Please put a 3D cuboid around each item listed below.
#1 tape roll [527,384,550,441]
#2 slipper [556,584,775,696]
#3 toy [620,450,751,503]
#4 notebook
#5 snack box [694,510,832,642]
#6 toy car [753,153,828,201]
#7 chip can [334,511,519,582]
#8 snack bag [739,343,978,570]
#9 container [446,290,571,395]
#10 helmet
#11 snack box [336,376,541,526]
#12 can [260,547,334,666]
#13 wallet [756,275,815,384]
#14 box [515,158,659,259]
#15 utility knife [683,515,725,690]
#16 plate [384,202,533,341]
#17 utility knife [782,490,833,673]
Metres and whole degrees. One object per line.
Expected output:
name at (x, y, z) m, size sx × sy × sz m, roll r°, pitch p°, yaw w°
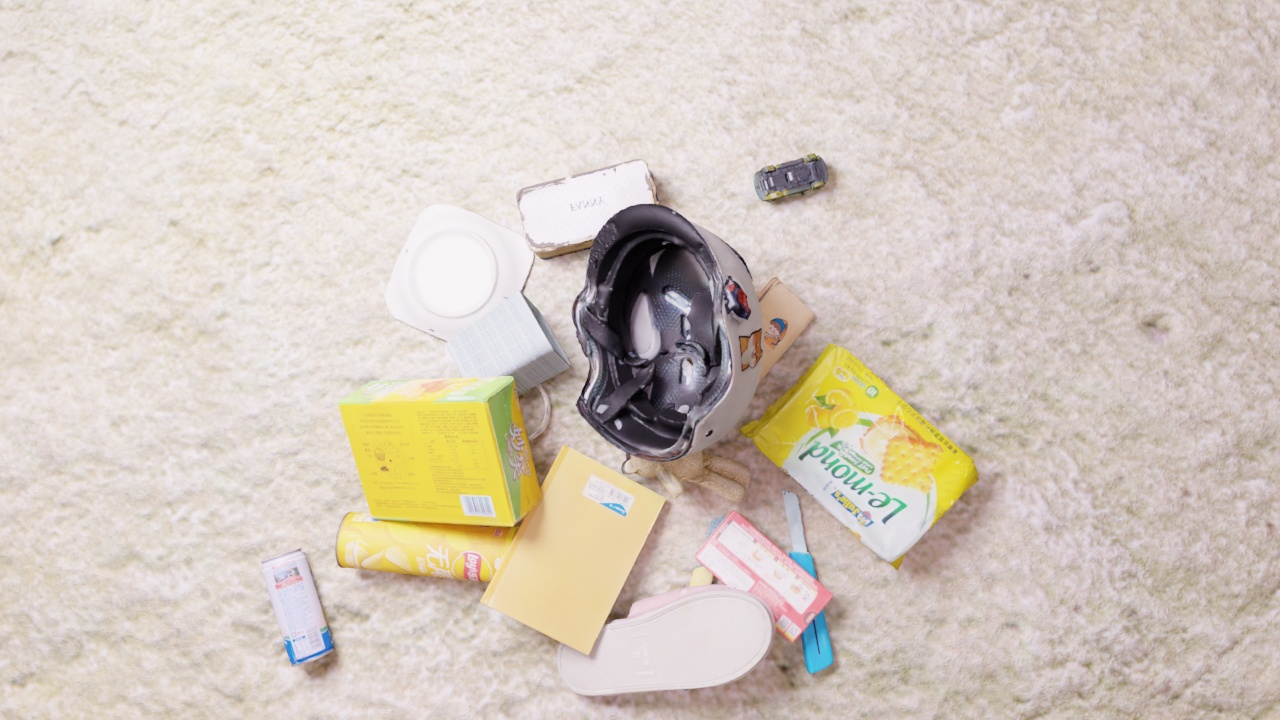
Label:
tape roll at (-0.155, 0.061, 1.142) m, size 0.086 × 0.014 × 0.085 m, roll 0°, pitch 87°, yaw 4°
slipper at (0.029, 0.336, 1.086) m, size 0.275 × 0.054 × 0.114 m, roll -19°, pitch 78°, yaw 17°
toy at (0.057, 0.129, 1.105) m, size 0.157 × 0.066 × 0.104 m, roll 17°, pitch 55°, yaw 1°
notebook at (-0.076, 0.223, 1.082) m, size 0.146 × 0.010 × 0.206 m, roll 29°, pitch 80°, yaw -11°
snack box at (0.145, 0.254, 1.087) m, size 0.153 × 0.025 × 0.075 m, roll 40°, pitch 89°, yaw 8°
toy car at (0.183, -0.222, 1.122) m, size 0.091 × 0.036 × 0.043 m, roll -15°, pitch 85°, yaw 4°
chip can at (-0.254, 0.227, 1.112) m, size 0.213 × 0.072 × 0.072 m, roll 5°, pitch 87°, yaw 5°
snack bag at (0.260, 0.109, 1.083) m, size 0.246 × 0.068 × 0.158 m, roll 42°, pitch 90°, yaw 5°
container at (-0.159, -0.008, 1.100) m, size 0.111 × 0.090 × 0.090 m, roll -33°, pitch 67°, yaw 2°
helmet at (0.048, -0.028, 1.018) m, size 0.231 × 0.156 × 0.274 m, roll -1°, pitch 90°, yaw 45°
snack box at (-0.231, 0.103, 1.058) m, size 0.210 × 0.069 × 0.158 m, roll -2°, pitch 110°, yaw 26°
can at (-0.422, 0.302, 1.127) m, size 0.053 × 0.053 × 0.134 m, roll -19°, pitch 86°, yaw 3°
wallet at (0.148, -0.037, 1.105) m, size 0.087 × 0.024 × 0.115 m, roll 40°, pitch 91°, yaw -26°
box at (-0.055, -0.187, 1.127) m, size 0.184 × 0.062 × 0.089 m, roll -11°, pitch 87°, yaw 1°
utility knife at (0.070, 0.292, 1.110) m, size 0.031 × 0.022 × 0.216 m, roll 14°, pitch 94°, yaw 3°
plate at (-0.230, -0.107, 1.147) m, size 0.163 × 0.034 × 0.164 m, roll 22°, pitch 88°, yaw 5°
utility knife at (0.197, 0.264, 1.104) m, size 0.034 × 0.018 × 0.218 m, roll -10°, pitch 85°, yaw 4°
